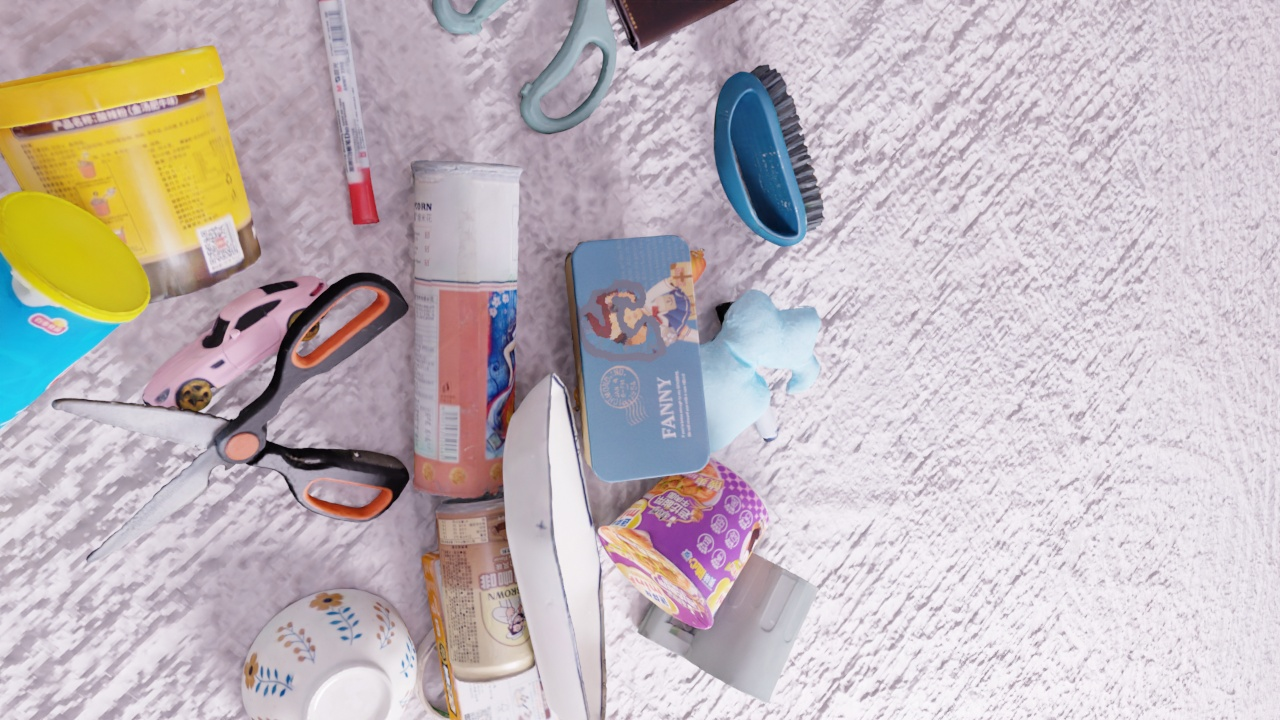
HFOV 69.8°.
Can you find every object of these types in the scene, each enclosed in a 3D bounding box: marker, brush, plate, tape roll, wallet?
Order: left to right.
[{"bbox_3d":[-0.183,-0.158,0.575,0.017,0.017,0.145,-13,105,-29],"label":"marker"},{"bbox_3d":[-0.126,0.226,0.679,0.085,0.014,0.086,-5,101,-30],"label":"tape roll"},{"bbox_3d":[-0.055,0.138,0.624,0.034,0.161,0.266,-6,122,2],"label":"plate"},{"bbox_3d":[0.026,-0.298,0.677,0.122,0.020,0.096,-33,109,-21],"label":"wallet"},{"bbox_3d":[0.092,0.010,0.771,0.022,0.018,0.131,-36,115,-32],"label":"marker"},{"bbox_3d":[0.095,-0.154,0.721,0.073,0.055,0.144,-31,114,-25],"label":"brush"}]

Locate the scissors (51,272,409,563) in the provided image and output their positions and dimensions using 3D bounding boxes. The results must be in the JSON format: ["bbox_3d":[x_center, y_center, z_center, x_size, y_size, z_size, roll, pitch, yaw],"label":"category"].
[{"bbox_3d":[-0.219,0.042,0.547,0.233,0.022,0.221,-47,140,-7],"label":"scissors"}]

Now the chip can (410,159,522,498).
[{"bbox_3d":[-0.116,-0.021,0.608,0.071,0.071,0.215,-3,100,-31],"label":"chip can"}]

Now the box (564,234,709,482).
[{"bbox_3d":[-0.004,0.004,0.658,0.089,0.062,0.184,-8,89,-11],"label":"box"}]

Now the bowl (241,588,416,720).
[{"bbox_3d":[-0.199,0.215,0.605,0.113,0.062,0.113,-5,101,-29],"label":"bowl"}]

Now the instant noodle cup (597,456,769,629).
[{"bbox_3d":[0.040,0.134,0.711,0.099,0.112,0.111,-45,118,-23],"label":"instant noodle cup"}]

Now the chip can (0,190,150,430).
[{"bbox_3d":[-0.331,0.014,0.429,0.210,0.071,0.071,-37,119,11],"label":"chip can"}]

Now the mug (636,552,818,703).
[{"bbox_3d":[0.075,0.209,0.767,0.124,0.084,0.103,30,80,-6],"label":"mug"}]

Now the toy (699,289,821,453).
[{"bbox_3d":[0.067,0.017,0.733,0.161,0.050,0.156,15,102,-25],"label":"toy"}]

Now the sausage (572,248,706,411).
[{"bbox_3d":[0.001,-0.025,0.707,0.021,0.021,0.165,46,74,-29],"label":"sausage"}]

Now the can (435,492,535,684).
[{"bbox_3d":[-0.103,0.149,0.613,0.058,0.059,0.116,-5,89,-31],"label":"can"}]

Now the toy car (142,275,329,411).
[{"bbox_3d":[-0.239,-0.012,0.544,0.122,0.056,0.037,-39,119,-20],"label":"toy car"}]

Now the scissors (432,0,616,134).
[{"bbox_3d":[-0.048,-0.234,0.635,0.176,0.019,0.172,-29,112,-19],"label":"scissors"}]

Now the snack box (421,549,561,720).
[{"bbox_3d":[-0.106,0.205,0.659,0.075,0.026,0.153,-11,93,-32],"label":"snack box"}]

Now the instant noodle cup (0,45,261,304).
[{"bbox_3d":[-0.265,-0.096,0.483,0.118,0.118,0.114,-24,117,-26],"label":"instant noodle cup"}]
